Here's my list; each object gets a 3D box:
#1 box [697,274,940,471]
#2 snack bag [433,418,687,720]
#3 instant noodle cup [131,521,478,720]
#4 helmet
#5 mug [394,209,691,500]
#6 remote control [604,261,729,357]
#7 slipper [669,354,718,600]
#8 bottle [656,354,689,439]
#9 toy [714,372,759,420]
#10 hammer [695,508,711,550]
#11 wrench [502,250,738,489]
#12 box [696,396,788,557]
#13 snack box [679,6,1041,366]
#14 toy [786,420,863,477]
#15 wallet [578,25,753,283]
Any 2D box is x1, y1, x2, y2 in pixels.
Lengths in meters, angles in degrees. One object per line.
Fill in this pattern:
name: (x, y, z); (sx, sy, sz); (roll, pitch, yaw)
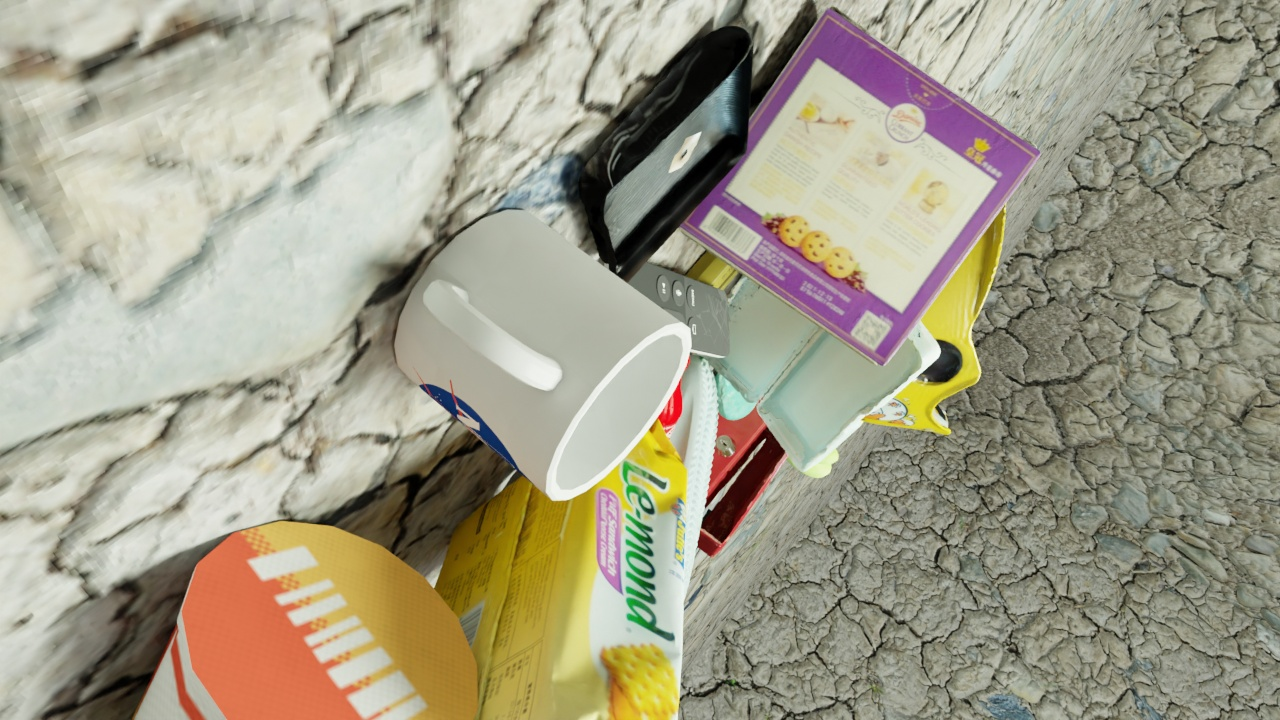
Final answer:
box: (0.116, -0.007, 0.646); (0.040, 0.134, 0.197); (-31, 164, -27)
snack bag: (-0.054, 0.137, 0.462); (0.160, 0.068, 0.246); (-39, -156, 27)
instant noodle cup: (-0.154, 0.156, 0.385); (0.121, 0.123, 0.123); (-51, 163, 19)
helmet: (0.173, -0.061, 0.707); (0.240, 0.139, 0.208); (90, 2, -50)
mug: (-0.045, -0.005, 0.381); (0.091, 0.090, 0.121); (-54, 162, 3)
remote control: (0.020, -0.030, 0.551); (0.146, 0.008, 0.045); (10, 76, -60)
slipper: (0.006, 0.111, 0.693); (0.104, 0.074, 0.245); (54, 47, -68)
bottle: (0.006, 0.039, 0.607); (0.036, 0.036, 0.119); (-33, 153, -46)
toy: (0.098, 0.014, 0.865); (0.105, 0.033, 0.085); (-37, 142, -45)
hammer: (0.001, 0.220, 1.001); (0.132, 0.040, 0.305); (-53, 161, 12)
wrench: (-0.004, 0.004, 0.612); (0.273, 0.018, 0.084); (-49, 161, -12)
box: (0.089, 0.111, 0.940); (0.157, 0.092, 0.129); (-51, 164, -16)
snack box: (0.120, -0.096, 0.523); (0.148, 0.143, 0.040); (-55, 178, 7)
toy: (0.191, 0.040, 1.011); (0.197, 0.107, 0.149); (93, 2, -52)
wallet: (0.014, -0.099, 0.454); (0.114, 0.026, 0.089); (-48, 162, -14)
